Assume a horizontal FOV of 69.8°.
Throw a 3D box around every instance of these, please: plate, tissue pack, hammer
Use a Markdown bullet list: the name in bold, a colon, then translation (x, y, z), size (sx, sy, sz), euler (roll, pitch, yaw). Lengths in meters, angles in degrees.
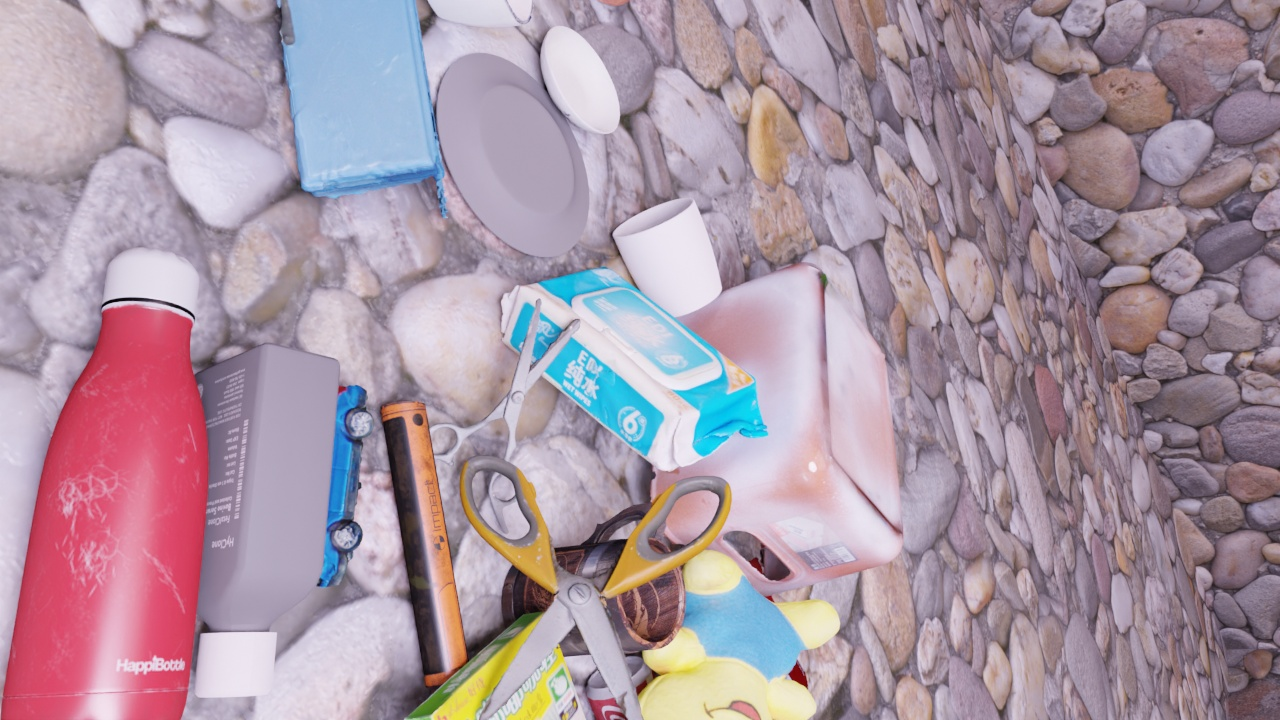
- **plate**: translation (-0.098, -0.173, 0.767), size (0.178, 0.012, 0.178), euler (27, 55, -46)
- **tissue pack**: translation (-0.004, 0.004, 0.706), size (0.209, 0.066, 0.116), euler (39, 33, 24)
- **plate**: translation (-0.060, -0.250, 0.834), size (0.104, 0.026, 0.104), euler (34, 45, -44)
- **hammer**: translation (-0.133, 0.181, 0.573), size (0.137, 0.035, 0.314), euler (4, 72, -59)

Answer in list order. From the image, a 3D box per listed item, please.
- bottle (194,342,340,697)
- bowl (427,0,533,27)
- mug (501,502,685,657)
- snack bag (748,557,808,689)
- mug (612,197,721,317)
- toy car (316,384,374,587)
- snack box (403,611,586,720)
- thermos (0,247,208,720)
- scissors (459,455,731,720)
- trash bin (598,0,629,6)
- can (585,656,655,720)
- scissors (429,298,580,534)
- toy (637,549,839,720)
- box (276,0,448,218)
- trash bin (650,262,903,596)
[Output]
- **bottle**: translation (-0.206, 0.085, 0.484), size (0.046, 0.084, 0.173), euler (18, 64, -47)
- **bowl**: translation (-0.133, -0.316, 0.716), size (0.116, 0.066, 0.116), euler (-8, 89, -78)
- **mug**: translation (-0.029, 0.154, 0.660), size (0.080, 0.107, 0.115), euler (43, 47, -34)
- **snack bag**: translation (0.116, 0.282, 0.817), size (0.139, 0.067, 0.207), euler (60, 23, -9)
- **mug**: translation (0.028, -0.099, 0.864), size (0.114, 0.081, 0.088), euler (-96, 163, -69)
- **toy car**: translation (-0.185, 0.073, 0.542), size (0.043, 0.056, 0.120), euler (7, 63, -23)
- **snack box**: translation (-0.070, 0.263, 0.572), size (0.131, 0.027, 0.168), euler (-27, 99, -63)
- **thermos**: translation (-0.250, 0.058, 0.447), size (0.073, 0.073, 0.239), euler (18, 62, -47)
- **scissors**: translation (-0.029, 0.130, 0.588), size (0.228, 0.016, 0.225), euler (-22, 53, -20)
- **trash bin**: translation (0.028, -0.457, 0.876), size (0.151, 0.211, 0.151), euler (22, 60, -46)
- **can**: translation (-0.002, 0.279, 0.692), size (0.053, 0.054, 0.096), euler (-27, 99, -52)
- **scissors**: translation (-0.085, 0.041, 0.656), size (0.141, 0.014, 0.147), euler (-32, 114, -16)
- **toy**: translation (0.059, 0.250, 0.664), size (0.149, 0.084, 0.213), euler (31, 48, -14)
- **box**: translation (-0.197, -0.218, 0.652), size (0.112, 0.094, 0.231), euler (115, -36, -79)
- **trash bin**: translation (0.129, 0.057, 0.828), size (0.181, 0.158, 0.259), euler (45, 36, -34)
